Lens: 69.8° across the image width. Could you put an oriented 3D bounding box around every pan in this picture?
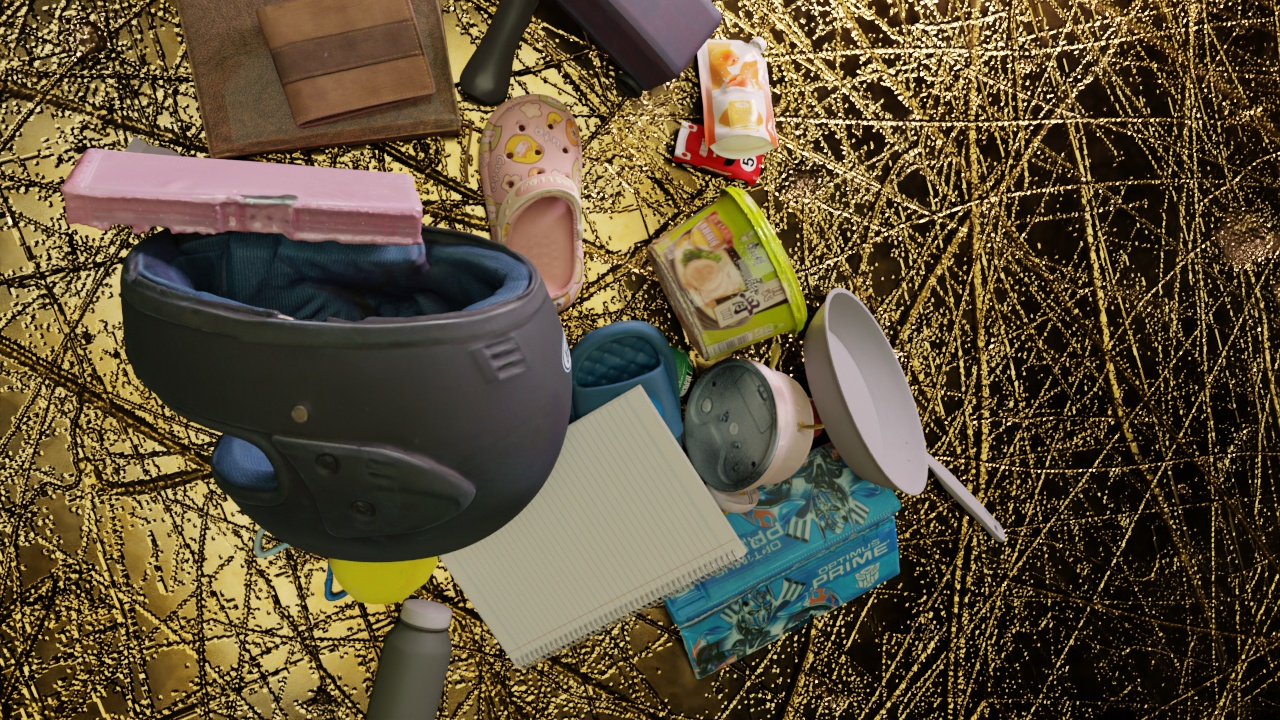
[{"bbox_3d":[0.257,0.079,0.884,0.051,0.200,0.356,-24,125,29],"label":"pan"}]

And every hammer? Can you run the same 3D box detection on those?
[{"bbox_3d":[-0.088,-0.377,0.825,0.125,0.029,0.310,25,86,-14],"label":"hammer"}]

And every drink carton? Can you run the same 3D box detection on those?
[{"bbox_3d":[0.090,-0.252,0.859,0.069,0.039,0.122,-1,70,-8],"label":"drink carton"}]

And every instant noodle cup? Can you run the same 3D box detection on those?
[{"bbox_3d":[0.073,-0.072,0.820,0.098,0.146,0.146,-27,98,0],"label":"instant noodle cup"}]

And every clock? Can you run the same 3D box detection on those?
[{"bbox_3d":[0.089,0.070,0.826,0.058,0.116,0.158,7,135,-38],"label":"clock"}]

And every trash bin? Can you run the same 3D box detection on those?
[{"bbox_3d":[-0.019,-0.322,0.797,0.161,0.092,0.093,41,82,-22],"label":"trash bin"}]

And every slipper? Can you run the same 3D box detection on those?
[{"bbox_3d":[-0.091,-0.138,0.805,0.093,0.081,0.197,-3,94,-12],"label":"slipper"},{"bbox_3d":[-0.010,0.064,0.809,0.104,0.059,0.214,-10,119,1],"label":"slipper"}]

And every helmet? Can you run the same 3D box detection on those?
[{"bbox_3d":[-0.212,0.033,0.700,0.316,0.248,0.236,3,118,-11],"label":"helmet"}]

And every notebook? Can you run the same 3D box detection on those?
[{"bbox_3d":[-0.263,-0.235,0.784,0.215,0.034,0.190,-11,94,-13],"label":"notebook"},{"bbox_3d":[-0.056,0.154,0.805,0.246,0.013,0.178,-30,99,15],"label":"notebook"}]

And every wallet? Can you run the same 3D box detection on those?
[{"bbox_3d":[-0.240,-0.253,0.757,0.121,0.027,0.098,-19,95,-12],"label":"wallet"}]

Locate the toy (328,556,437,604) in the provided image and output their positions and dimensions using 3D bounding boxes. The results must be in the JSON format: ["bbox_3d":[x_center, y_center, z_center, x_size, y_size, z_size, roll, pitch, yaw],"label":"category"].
[{"bbox_3d":[-0.221,0.165,0.795,0.094,0.041,0.095,27,84,-22],"label":"toy"}]

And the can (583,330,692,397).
[{"bbox_3d":[-0.005,0.005,0.843,0.101,0.053,0.053,14,88,-14],"label":"can"}]

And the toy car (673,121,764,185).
[{"bbox_3d":[0.074,-0.196,0.870,0.089,0.025,0.038,13,88,-13],"label":"toy car"}]

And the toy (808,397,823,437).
[{"bbox_3d":[0.138,0.059,0.882,0.102,0.065,0.050,-34,67,-7],"label":"toy"}]

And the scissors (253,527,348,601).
[{"bbox_3d":[-0.279,0.148,0.804,0.127,0.015,0.125,7,90,-19],"label":"scissors"}]

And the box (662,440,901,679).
[{"bbox_3d":[0.136,0.190,0.875,0.243,0.071,0.170,-24,97,-11],"label":"box"}]

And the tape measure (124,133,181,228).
[{"bbox_3d":[-0.404,-0.147,0.762,0.065,0.017,0.064,32,85,-12],"label":"tape measure"}]

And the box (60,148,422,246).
[{"bbox_3d":[-0.291,-0.135,0.698,0.232,0.179,0.039,0,114,-22],"label":"box"}]

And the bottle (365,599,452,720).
[{"bbox_3d":[-0.199,0.268,0.801,0.060,0.060,0.108,14,88,-14],"label":"bottle"}]
